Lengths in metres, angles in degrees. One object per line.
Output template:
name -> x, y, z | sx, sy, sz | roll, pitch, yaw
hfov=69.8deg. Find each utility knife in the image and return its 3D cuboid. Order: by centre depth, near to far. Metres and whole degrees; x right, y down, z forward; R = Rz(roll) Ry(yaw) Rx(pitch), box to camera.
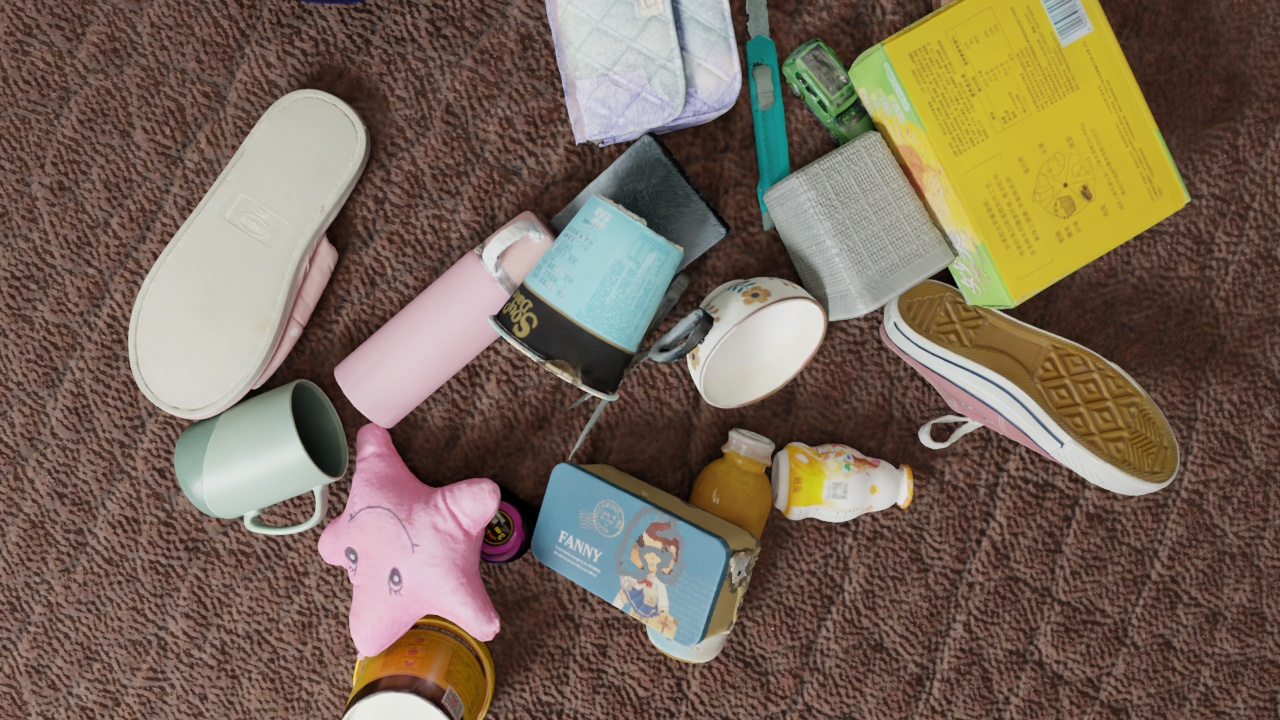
utility knife -> 0.097, -0.212, 0.720 | 0.029, 0.013, 0.216 | -9, 98, -5

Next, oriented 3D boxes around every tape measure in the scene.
tape measure -> -0.114, 0.137, 0.755 | 0.057, 0.039, 0.058 | 31, 90, 4

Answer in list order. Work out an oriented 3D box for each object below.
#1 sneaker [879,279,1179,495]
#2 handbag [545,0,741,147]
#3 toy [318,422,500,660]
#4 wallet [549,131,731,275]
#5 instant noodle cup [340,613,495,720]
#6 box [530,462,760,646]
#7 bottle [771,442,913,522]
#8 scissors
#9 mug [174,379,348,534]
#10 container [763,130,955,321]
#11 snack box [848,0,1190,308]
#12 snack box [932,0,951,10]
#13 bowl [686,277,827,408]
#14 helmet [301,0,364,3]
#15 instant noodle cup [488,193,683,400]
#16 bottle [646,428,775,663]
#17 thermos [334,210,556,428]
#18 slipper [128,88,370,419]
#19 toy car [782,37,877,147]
sneaker -> 0.293, 0.028, 0.722 | 0.241, 0.088, 0.118 | 33, 63, 14
handbag -> -0.003, -0.266, 0.680 | 0.134, 0.075, 0.194 | -12, 98, 1
toy -> -0.181, 0.157, 0.718 | 0.195, 0.074, 0.178 | 22, 96, 29
wallet -> -0.003, -0.104, 0.705 | 0.121, 0.019, 0.097 | -35, 100, 36
instant noodle cup -> -0.183, 0.280, 0.737 | 0.118, 0.114, 0.118 | 0, 98, -2
box -> -0.004, 0.142, 0.711 | 0.184, 0.060, 0.090 | 19, 97, 31
bottle -> 0.162, 0.099, 0.742 | 0.108, 0.063, 0.063 | 3, 98, -1
scissors -> -0.003, 0.001, 0.707 | 0.014, 0.160, 0.181 | 35, 71, -23
mug -> -0.293, 0.085, 0.719 | 0.106, 0.082, 0.111 | -22, 87, 4
container -> 0.160, -0.101, 0.696 | 0.090, 0.090, 0.114 | -30, 95, -10
snack box -> 0.272, -0.165, 0.667 | 0.157, 0.070, 0.210 | -30, 97, -3
snack box -> 0.273, -0.260, 0.710 | 0.084, 0.026, 0.157 | -9, 98, 0
bowl -> 0.081, -0.023, 0.714 | 0.113, 0.113, 0.062 | -39, 54, 4
helmet -> -0.211, -0.345, 0.577 | 0.315, 0.240, 0.247 | 31, 96, 6
instant noodle cup -> -0.031, -0.050, 0.660 | 0.111, 0.111, 0.120 | 33, 96, -5
bottle -> 0.061, 0.149, 0.745 | 0.068, 0.068, 0.189 | 18, 97, -4
thermos -> -0.145, -0.035, 0.706 | 0.199, 0.087, 0.067 | -39, 77, 6
slipper -> -0.298, -0.083, 0.711 | 0.114, 0.054, 0.274 | 27, 86, -8
toy car -> 0.151, -0.207, 0.713 | 0.043, 0.036, 0.091 | -42, 101, 3
